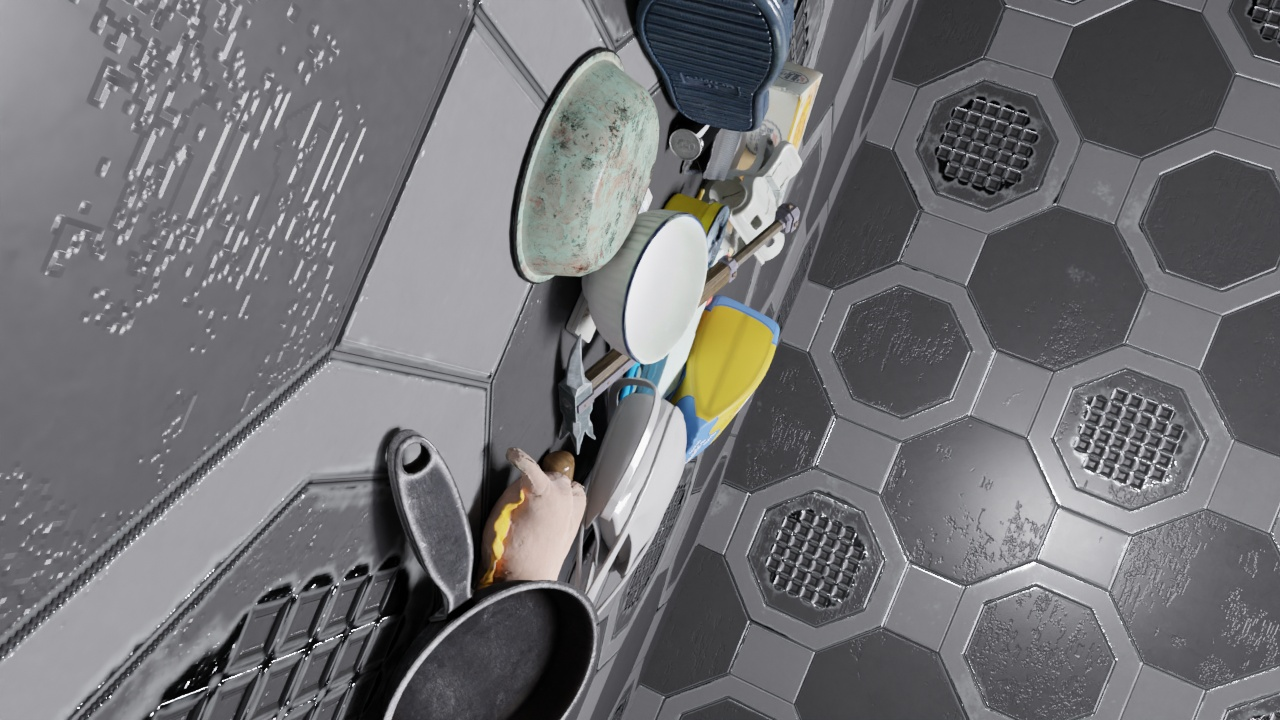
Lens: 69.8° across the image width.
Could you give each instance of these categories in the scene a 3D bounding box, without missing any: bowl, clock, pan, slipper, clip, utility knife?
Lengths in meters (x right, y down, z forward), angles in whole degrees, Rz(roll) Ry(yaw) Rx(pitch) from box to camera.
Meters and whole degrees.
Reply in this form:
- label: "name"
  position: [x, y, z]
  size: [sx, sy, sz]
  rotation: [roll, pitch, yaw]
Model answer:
- label: "bowl"
  position: [-0.004, -0.062, 0.701]
  size: [0.117, 0.062, 0.118]
  rotation: [-40, 141, -43]
- label: "clock"
  position: [0.043, -0.109, 0.873]
  size: [0.083, 0.057, 0.118]
  rotation: [100, 17, -46]
- label: "bowl"
  position: [-0.028, -0.118, 0.597]
  size: [0.157, 0.038, 0.157]
  rotation: [24, 89, -78]
- label: "pan"
  position: [-0.119, 0.174, 0.621]
  size: [0.186, 0.055, 0.357]
  rotation: [-32, 132, -27]
- label: "slipper"
  position: [0.059, -0.237, 0.651]
  size: [0.263, 0.101, 0.082]
  rotation: [28, 77, -84]
- label: "clip"
  position: [0.132, -0.169, 1.006]
  size: [0.152, 0.097, 0.126]
  rotation: [-47, 152, 3]
- label: "clock"
  position: [-0.069, 0.200, 1.002]
  size: [0.094, 0.035, 0.122]
  rotation: [72, 41, -72]
- label: "utility knife"
  position: [-0.006, 0.006, 0.976]
  size: [0.031, 0.015, 0.179]
  rotation: [-56, 163, -59]

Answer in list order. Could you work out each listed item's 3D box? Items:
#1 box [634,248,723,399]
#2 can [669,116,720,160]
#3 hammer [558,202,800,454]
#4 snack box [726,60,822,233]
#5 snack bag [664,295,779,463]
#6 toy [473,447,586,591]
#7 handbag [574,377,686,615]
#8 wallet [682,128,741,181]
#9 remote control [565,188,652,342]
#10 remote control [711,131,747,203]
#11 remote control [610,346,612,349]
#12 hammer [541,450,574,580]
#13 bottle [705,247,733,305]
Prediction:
- label: "box"
  position: [0.035, -0.037, 0.999]
  size: [0.082, 0.066, 0.199]
  rotation: [-78, -176, -52]
- label: "can"
  position: [0.054, -0.208, 0.806]
  size: [0.032, 0.031, 0.080]
  rotation: [100, 17, -46]
- label: "hammer"
  position: [0.045, -0.057, 0.833]
  size: [0.316, 0.028, 0.147]
  rotation: [-41, 155, -26]
- label: "snack box"
  position: [0.151, -0.242, 1.105]
  size: [0.104, 0.057, 0.208]
  rotation: [-52, 160, -52]
- label: "snack bag"
  position: [0.076, 0.048, 1.114]
  size: [0.204, 0.102, 0.159]
  rotation: [-64, -179, -32]
- label: "toy"
  position: [-0.128, 0.199, 0.714]
  size: [0.264, 0.065, 0.196]
  rotation: [-57, 155, -12]
- label: "handbag"
  position: [-0.027, 0.146, 0.895]
  size: [0.216, 0.095, 0.222]
  rotation: [86, 24, -60]
- label: "wallet"
  position: [0.078, -0.222, 0.901]
  size: [0.114, 0.026, 0.089]
  rotation: [-32, 141, -70]
- label: "remote control"
  position: [-0.024, -0.081, 0.746]
  size: [0.050, 0.011, 0.135]
  rotation: [41, 72, -77]
- label: "remote control"
  position: [0.089, -0.194, 1.028]
  size: [0.043, 0.013, 0.136]
  rotation: [10, 103, -78]
- label: "remote control"
  position: [-0.011, -0.047, 0.831]
  size: [0.144, 0.024, 0.049]
  rotation: [93, 23, -62]
- label: "hammer"
  position: [-0.095, 0.218, 0.887]
  size: [0.129, 0.040, 0.322]
  rotation: [-25, 136, -42]
- label: "bottle"
  position: [0.082, -0.106, 1.084]
  size: [0.108, 0.044, 0.044]
  rotation: [-56, 163, -46]
